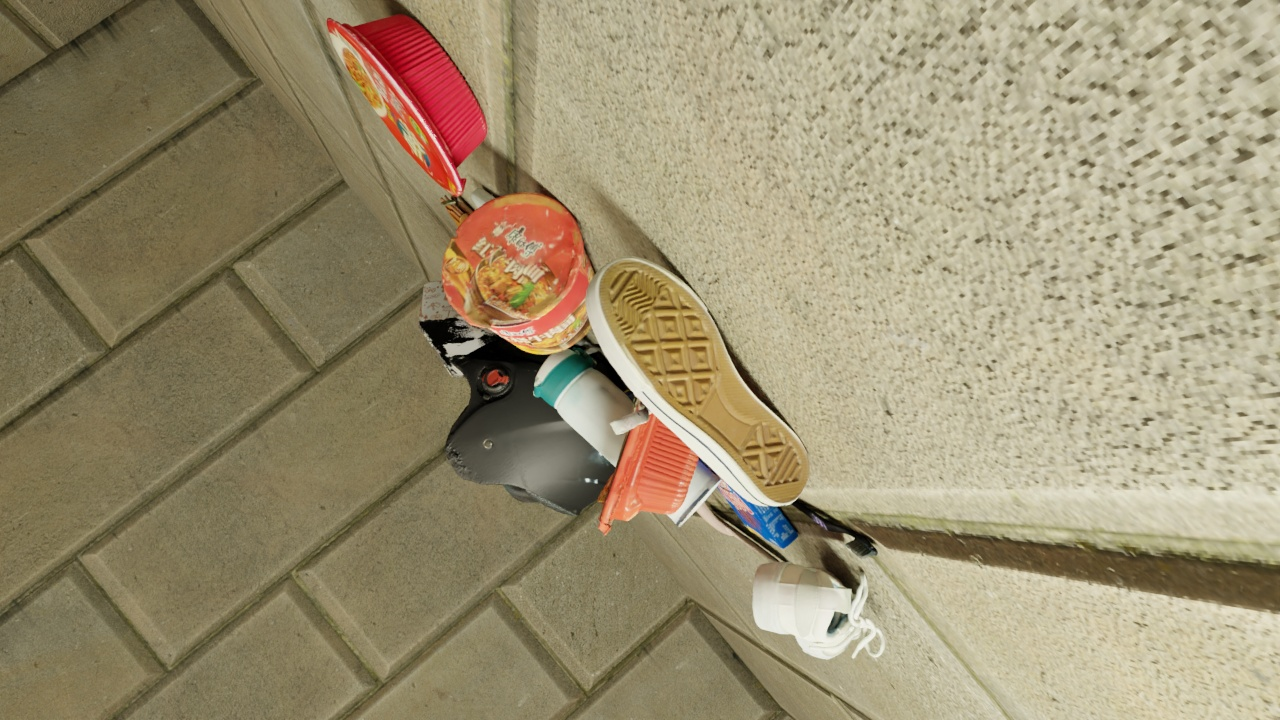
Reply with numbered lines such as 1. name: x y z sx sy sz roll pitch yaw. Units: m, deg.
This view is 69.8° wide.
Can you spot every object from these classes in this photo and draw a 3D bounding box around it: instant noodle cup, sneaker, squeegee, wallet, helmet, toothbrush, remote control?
1. instant noodle cup: -0.104 -0.076 0.880 0.138 0.138 0.108 45 177 26
2. sneaker: 0.033 0.025 0.719 0.241 0.118 0.088 48 150 -18
3. squeegee: 0.070 0.158 1.180 0.249 0.040 0.248 55 169 -19
4. wallet: -0.221 -0.172 1.282 0.130 0.035 0.119 45 174 26
5. helmet: -0.132 0.075 1.217 0.274 0.230 0.233 56 178 17
6. instant noodle cup: -0.209 -0.251 0.864 0.194 0.065 0.194 47 170 11
7. instant noodle cup: 0.015 0.076 0.851 0.079 0.188 0.165 18 168 2
8. sneaker: 0.189 0.241 0.890 0.091 0.089 0.242 -3 159 25
9. toothbrush: 0.158 0.144 0.830 0.014 0.016 0.189 54 170 -18
10. remote control: -0.156 -0.161 1.067 0.136 0.020 0.056 38 163 50

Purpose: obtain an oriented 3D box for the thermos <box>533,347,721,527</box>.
1. thermos: -0.018 0.074 0.972 0.224 0.073 0.073 42 168 11

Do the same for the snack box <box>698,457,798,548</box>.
1. snack box: 0.100 0.129 0.982 0.157 0.026 0.084 53 169 -12

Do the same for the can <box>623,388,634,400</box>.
1. can: 0.025 0.096 1.060 0.049 0.074 0.148 28 156 56

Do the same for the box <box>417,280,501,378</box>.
1. box: -0.256 -0.098 1.491 0.183 0.153 0.180 74 -169 -57

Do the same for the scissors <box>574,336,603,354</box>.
1. scissors: -0.047 -0.015 1.020 0.159 0.014 0.176 17 170 -40

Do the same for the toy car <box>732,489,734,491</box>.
1. toy car: 0.091 0.086 0.846 0.070 0.042 0.158 49 167 6
